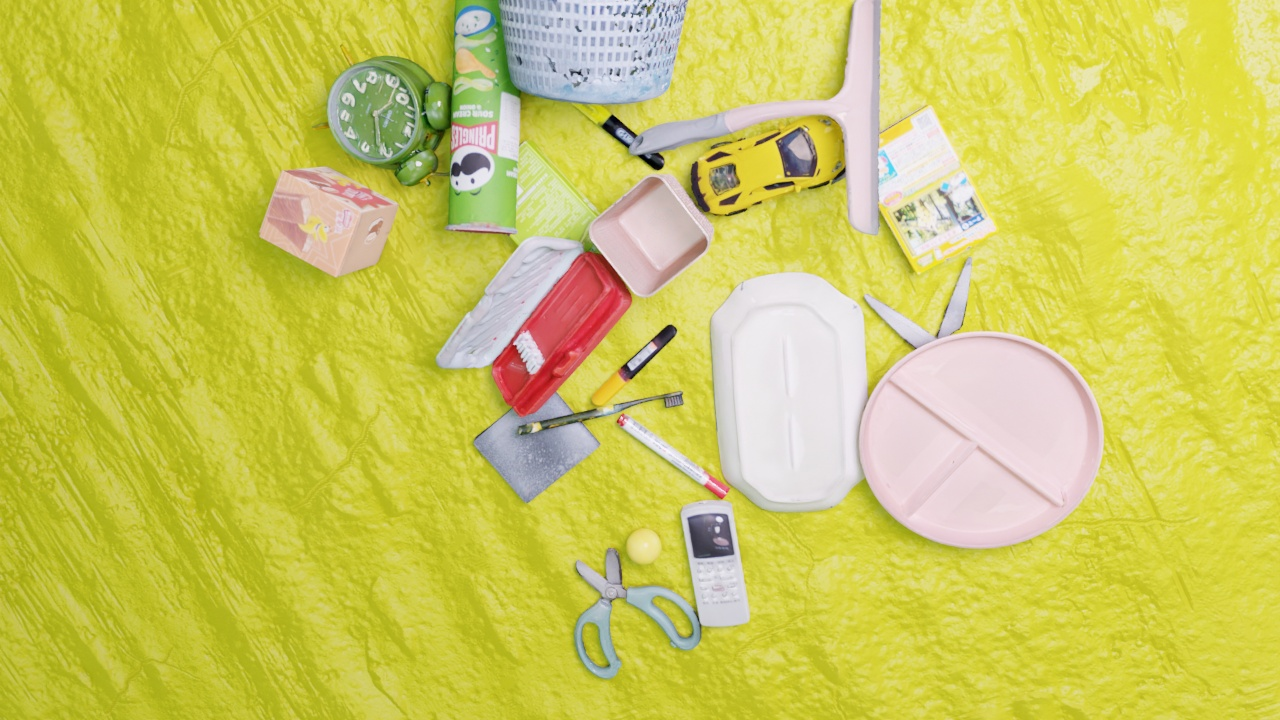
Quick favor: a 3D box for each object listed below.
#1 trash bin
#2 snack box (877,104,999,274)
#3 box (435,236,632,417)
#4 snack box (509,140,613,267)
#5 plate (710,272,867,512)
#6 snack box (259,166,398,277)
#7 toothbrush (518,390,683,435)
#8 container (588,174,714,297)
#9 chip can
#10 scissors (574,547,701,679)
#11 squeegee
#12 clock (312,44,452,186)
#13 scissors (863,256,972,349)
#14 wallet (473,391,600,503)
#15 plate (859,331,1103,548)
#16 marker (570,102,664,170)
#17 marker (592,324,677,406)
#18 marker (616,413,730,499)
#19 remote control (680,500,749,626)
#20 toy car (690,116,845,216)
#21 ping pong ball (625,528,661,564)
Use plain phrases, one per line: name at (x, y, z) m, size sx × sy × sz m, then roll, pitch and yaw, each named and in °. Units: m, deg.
trash bin at (-0.042, -0.340, 0.817) m, size 0.227 × 0.226 × 0.195 m, roll 8°, pitch 118°, yaw 8°
snack box at (0.272, -0.164, 0.886) m, size 0.087 × 0.033 × 0.140 m, roll -30°, pitch 96°, yaw 16°
box at (-0.114, -0.031, 0.936) m, size 0.202 × 0.100 × 0.102 m, roll -47°, pitch 66°, yaw 32°
snack box at (-0.092, -0.145, 0.962) m, size 0.086 × 0.026 × 0.156 m, roll -43°, pitch 94°, yaw 18°
plate at (0.156, 0.042, 0.961) m, size 0.162 × 0.034 × 0.266 m, roll -2°, pitch 104°, yaw 11°
snack box at (-0.327, -0.149, 0.970) m, size 0.094 × 0.092 × 0.077 m, roll 28°, pitch 107°, yaw 3°
toothbrush at (-0.043, 0.060, 1.000) m, size 0.186 × 0.012 × 0.017 m, roll -13°, pitch 85°, yaw 5°
container at (0.017, -0.127, 0.902) m, size 0.090 × 0.110 × 0.090 m, roll -37°, pitch 95°, yaw 17°
chip can at (-0.152, -0.244, 0.905) m, size 0.072 × 0.072 × 0.236 m, roll 4°, pitch 96°, yaw 9°
scissors at (-0.003, 0.299, 1.069) m, size 0.181 × 0.019 × 0.170 m, roll 4°, pitch 104°, yaw 11°
squeegee at (0.097, -0.223, 0.862) m, size 0.250 × 0.040 × 0.247 m, roll -4°, pitch 71°, yaw 25°
clock at (-0.250, -0.248, 0.949) m, size 0.161 × 0.056 × 0.116 m, roll 27°, pitch 109°, yaw 2°
scissors at (0.316, 0.013, 0.930) m, size 0.221 × 0.021 × 0.234 m, roll 20°, pitch 108°, yaw 5°
wallet at (-0.118, 0.093, 1.036) m, size 0.121 × 0.019 × 0.097 m, roll -39°, pitch 93°, yaw 19°
plate at (0.337, 0.080, 0.919) m, size 0.230 × 0.028 × 0.230 m, roll 3°, pitch 107°, yaw 12°
marker at (-0.025, -0.235, 0.931) m, size 0.124 × 0.015 × 0.018 m, roll 39°, pitch 111°, yaw -3°
marker at (-0.006, 0.006, 0.992) m, size 0.124 × 0.015 × 0.018 m, roll -44°, pitch 61°, yaw 16°
marker at (0.036, 0.105, 1.010) m, size 0.145 × 0.017 × 0.017 m, roll 36°, pitch 108°, yaw 0°
remote control at (0.084, 0.230, 1.032) m, size 0.058 × 0.021 × 0.150 m, roll -8°, pitch 104°, yaw 12°
toy car at (0.125, -0.190, 0.890) m, size 0.156 × 0.041 × 0.071 m, roll -13°, pitch 91°, yaw 21°
ping pong ball at (0.004, 0.209, 1.031) m, size 0.040 × 0.040 × 0.040 m, roll 3°, pitch 105°, yaw 10°
